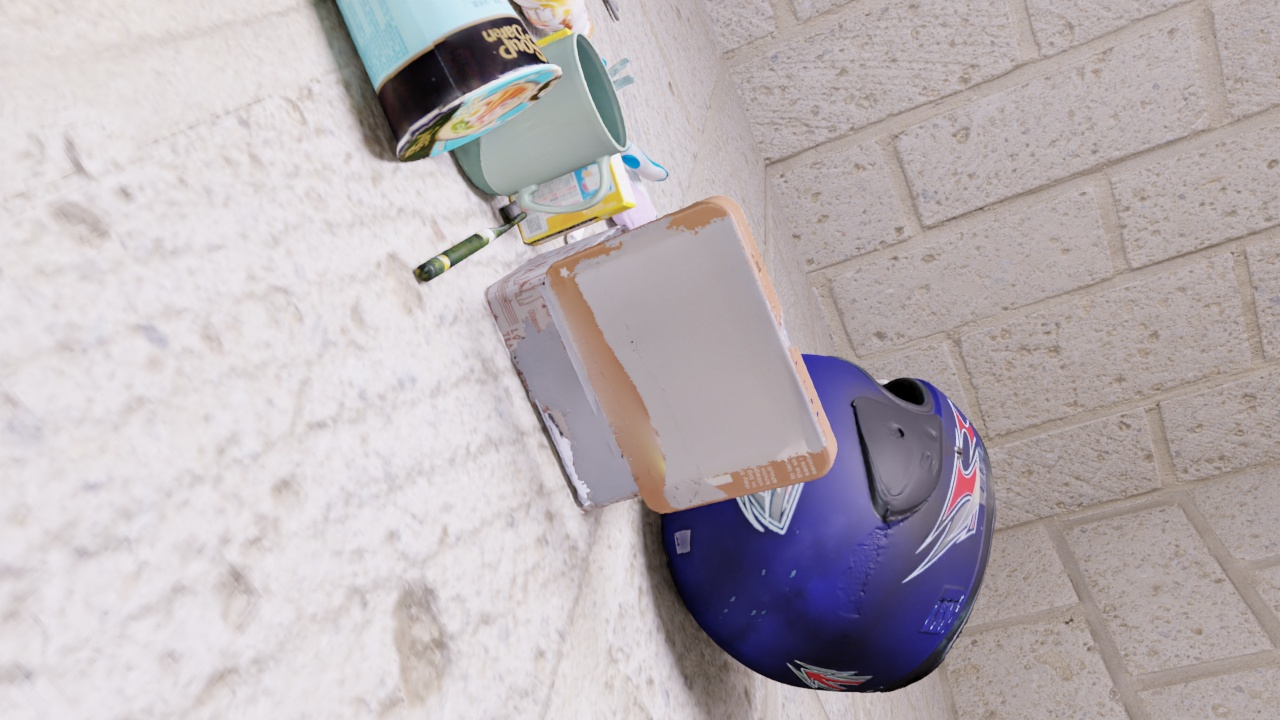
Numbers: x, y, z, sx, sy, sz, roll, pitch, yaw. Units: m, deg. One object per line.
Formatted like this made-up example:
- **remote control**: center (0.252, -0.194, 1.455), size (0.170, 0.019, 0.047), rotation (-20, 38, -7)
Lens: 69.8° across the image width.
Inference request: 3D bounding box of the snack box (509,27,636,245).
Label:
- **snack box**: center (-0.066, -0.167, 0.695), size (0.140, 0.087, 0.033), rotation (71, 18, -1)

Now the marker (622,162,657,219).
- **marker**: center (-0.010, -0.215, 1.054), size (0.022, 0.018, 0.131), rotation (-45, 119, -40)

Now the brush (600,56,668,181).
- **brush**: center (-0.033, -0.241, 0.934), size (0.313, 0.061, 0.109), rotation (-26, 103, -71)

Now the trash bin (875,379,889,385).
- **trash bin**: center (0.201, 0.152, 1.027), size (0.199, 0.199, 0.219), rotation (35, 53, -61)

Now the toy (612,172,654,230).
- **toy**: center (-0.010, -0.161, 0.959), size (0.108, 0.039, 0.084), rotation (-43, 111, -76)

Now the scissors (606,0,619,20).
- **scissors**: center (-0.064, -0.519, 1.221), size (0.161, 0.019, 0.179), rotation (-88, 156, -52)

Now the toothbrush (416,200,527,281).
- **toothbrush**: center (-0.107, -0.082, 0.603), size (0.017, 0.012, 0.185), rotation (61, 18, -12)

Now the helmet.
- **helmet**: center (0.145, 0.110, 0.779), size (0.240, 0.248, 0.314), rotation (35, 45, -10)

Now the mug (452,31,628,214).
- **mug**: center (-0.068, -0.153, 0.638), size (0.082, 0.106, 0.112), rotation (-39, 109, -73)

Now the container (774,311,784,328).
- **container**: center (0.154, -0.021, 1.259), size (0.090, 0.090, 0.110), rotation (38, 39, -62)

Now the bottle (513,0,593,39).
- **bottle**: center (-0.083, -0.347, 0.883), size (0.108, 0.063, 0.063), rotation (36, 38, -63)

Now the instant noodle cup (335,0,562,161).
- **instant noodle cup**: center (-0.121, -0.196, 0.534), size (0.120, 0.111, 0.111), rotation (61, 17, -6)

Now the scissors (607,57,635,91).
- **scissors**: center (-0.050, -0.193, 0.722), size (0.017, 0.137, 0.072), rotation (-3, 86, -47)

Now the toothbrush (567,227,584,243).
- **toothbrush**: center (-0.048, -0.144, 0.858), size (0.016, 0.016, 0.179), rotation (62, 19, -23)

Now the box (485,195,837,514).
- **box**: center (0.018, -0.011, 0.630), size (0.180, 0.218, 0.157), rotation (66, 29, -11)
